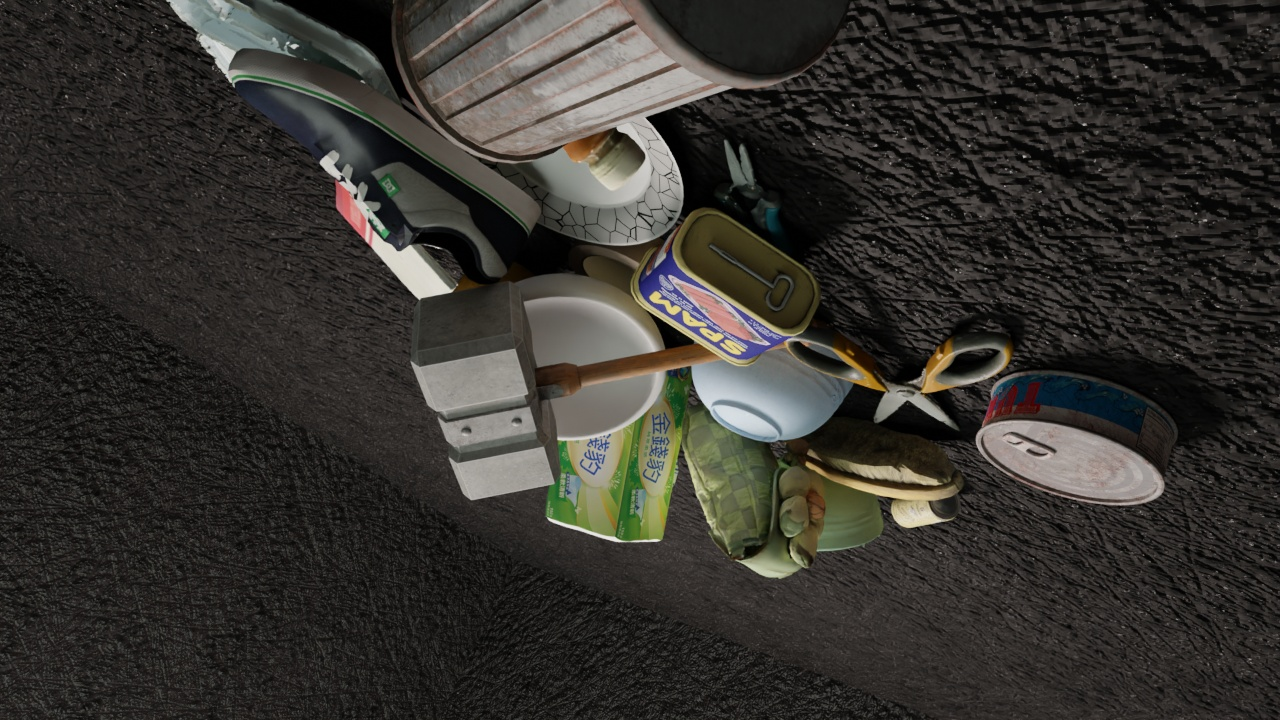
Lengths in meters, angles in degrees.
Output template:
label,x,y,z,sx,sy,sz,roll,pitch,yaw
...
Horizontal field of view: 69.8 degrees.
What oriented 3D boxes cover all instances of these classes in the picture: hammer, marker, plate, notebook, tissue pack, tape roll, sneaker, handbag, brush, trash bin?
label,x,y,z,sx,sy,sz,roll,pitch,yaw
hammer,-0.005,0.004,0.736,0.317,0.082,0.163,-11,131,-1
marker,-0.155,-0.186,0.698,0.124,0.017,0.021,34,-169,-18
plate,-0.055,-0.149,0.650,0.188,0.016,0.189,20,154,10
notebook,-0.242,-0.113,0.888,0.153,0.012,0.209,49,165,-9
tissue pack,-0.002,0.083,0.953,0.120,0.197,0.141,16,-178,40
tape roll,-0.012,-0.080,0.769,0.094,0.030,0.094,23,160,9
sneaker,-0.188,-0.132,0.656,0.235,0.079,0.084,30,165,-23
handbag,0.116,0.116,0.886,0.117,0.186,0.113,-27,149,19
brush,0.214,0.090,0.873,0.196,0.059,0.043,14,147,48
trash bin,-0.014,-0.168,0.409,0.131,0.130,0.212,38,159,-29

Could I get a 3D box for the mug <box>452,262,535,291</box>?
label,x,y,z,sx,sy,sz,roll,pitch,yaw
mug,-0.118,-0.039,0.886,0.094,0.123,0.101,-126,26,-52

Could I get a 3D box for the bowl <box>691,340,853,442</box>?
label,x,y,z,sx,sy,sz,roll,pitch,yaw
bowl,0.107,0.025,0.823,0.150,0.074,0.151,22,160,9

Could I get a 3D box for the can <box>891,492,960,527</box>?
label,x,y,z,sx,sy,sz,roll,pitch,yaw
can,0.298,0.153,0.963,0.038,0.038,0.080,28,160,-4

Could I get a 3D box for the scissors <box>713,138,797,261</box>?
label,x,y,z,sx,sy,sz,roll,pitch,yaw
scissors,0.076,-0.097,0.638,0.126,0.019,0.144,31,158,-12

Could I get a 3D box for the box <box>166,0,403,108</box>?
label,x,y,z,sx,sy,sz,roll,pitch,yaw
box,-0.265,-0.221,0.708,0.209,0.037,0.189,29,169,11

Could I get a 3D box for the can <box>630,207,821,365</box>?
label,x,y,z,sx,sy,sz,roll,pitch,yaw
can,0.061,-0.051,0.658,0.116,0.056,0.092,32,162,-8

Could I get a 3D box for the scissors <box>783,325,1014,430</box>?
label,x,y,z,sx,sy,sz,roll,pitch,yaw
scissors,0.217,0.015,0.723,0.225,0.016,0.217,28,155,-35

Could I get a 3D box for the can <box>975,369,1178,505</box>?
label,x,y,z,sx,sy,sz,roll,pitch,yaw
can,0.323,0.059,0.686,0.130,0.044,0.130,23,160,9

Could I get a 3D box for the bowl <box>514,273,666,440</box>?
label,x,y,z,sx,sy,sz,roll,pitch,yaw
bowl,-0.066,-0.012,0.808,0.176,0.066,0.177,0,132,0

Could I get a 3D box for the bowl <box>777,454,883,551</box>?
label,x,y,z,sx,sy,sz,roll,pitch,yaw
bowl,0.182,0.141,0.977,0.151,0.077,0.150,-3,-169,0

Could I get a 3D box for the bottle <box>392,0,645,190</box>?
label,x,y,z,sx,sy,sz,roll,pitch,yaw
bottle,-0.064,-0.168,0.539,0.167,0.059,0.059,42,156,-19
